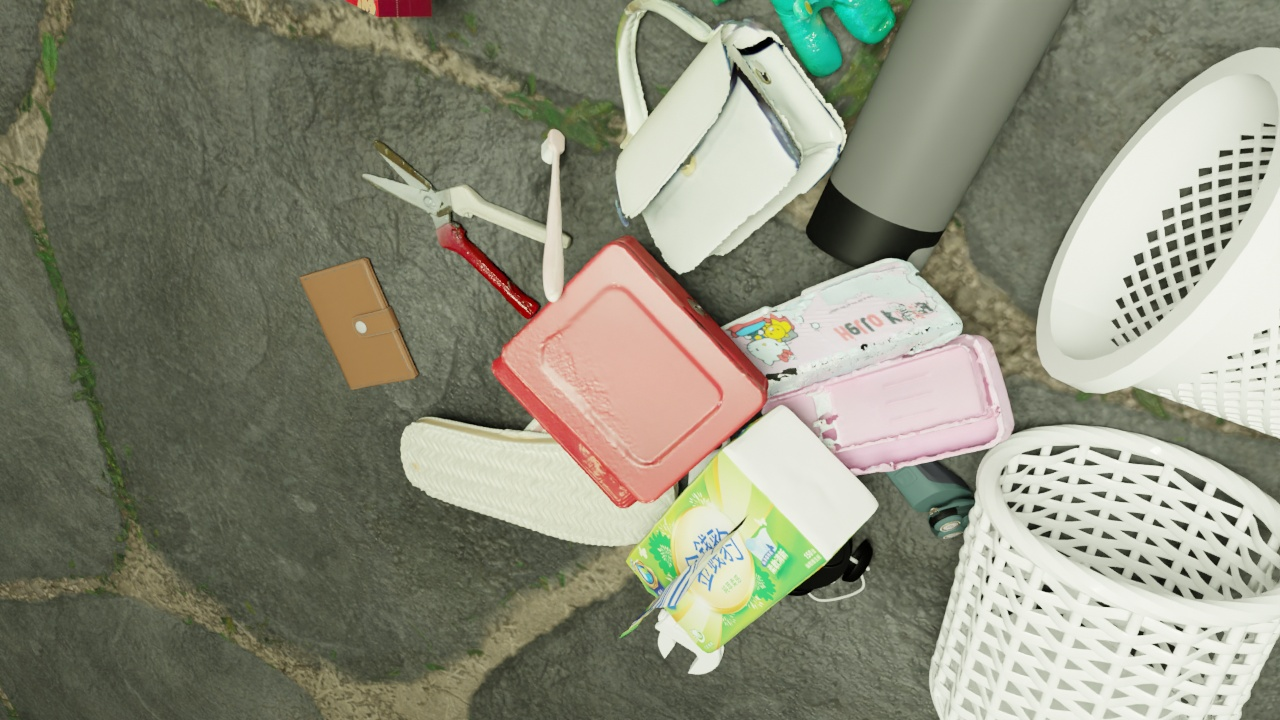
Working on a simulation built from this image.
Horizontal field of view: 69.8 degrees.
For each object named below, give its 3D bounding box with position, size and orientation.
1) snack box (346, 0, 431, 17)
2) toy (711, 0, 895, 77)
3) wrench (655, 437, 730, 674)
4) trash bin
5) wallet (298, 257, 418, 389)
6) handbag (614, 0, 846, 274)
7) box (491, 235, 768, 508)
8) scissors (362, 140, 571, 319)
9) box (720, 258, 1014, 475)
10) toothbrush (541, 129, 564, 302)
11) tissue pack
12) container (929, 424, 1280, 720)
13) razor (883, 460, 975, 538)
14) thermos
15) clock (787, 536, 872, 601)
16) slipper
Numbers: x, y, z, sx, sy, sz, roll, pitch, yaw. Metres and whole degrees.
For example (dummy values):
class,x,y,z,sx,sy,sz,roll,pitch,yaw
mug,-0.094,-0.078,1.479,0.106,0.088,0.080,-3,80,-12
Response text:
class,x,y,z,sx,sy,sz,roll,pitch,yaw
snack box,-0.187,-0.314,0.621,0.152,0.035,0.133,40,134,48
toy,0.078,-0.258,0.557,0.131,0.072,0.193,-24,119,42
wrench,0.052,0.175,0.826,0.066,0.018,0.274,13,118,17
trash bin,0.365,-0.033,0.498,0.199,0.195,0.196,25,123,-1
wallet,-0.265,-0.032,0.861,0.088,0.013,0.121,-10,111,27
handbag,0.030,-0.164,0.616,0.176,0.073,0.152,59,140,6
box,-0.001,0.003,0.678,0.156,0.156,0.171,46,124,-5
scissors,-0.142,-0.111,0.768,0.180,0.015,0.185,-6,112,27
box,0.148,0.011,0.646,0.202,0.066,0.153,-22,99,52
toothbrush,-0.063,-0.105,0.653,0.015,0.180,0.018,22,132,-27
tissue pack,0.056,0.144,0.670,0.120,0.141,0.198,43,138,17
container,0.304,0.170,0.612,0.189,0.188,0.187,13,120,17
razor,0.202,0.075,0.698,0.143,0.052,0.047,50,124,5
thermos,0.187,-0.168,0.556,0.082,0.082,0.241,27,122,9
clock,0.138,0.151,0.760,0.091,0.042,0.121,-26,102,31
slipper,-0.091,0.096,0.828,0.263,0.052,0.115,8,116,15
